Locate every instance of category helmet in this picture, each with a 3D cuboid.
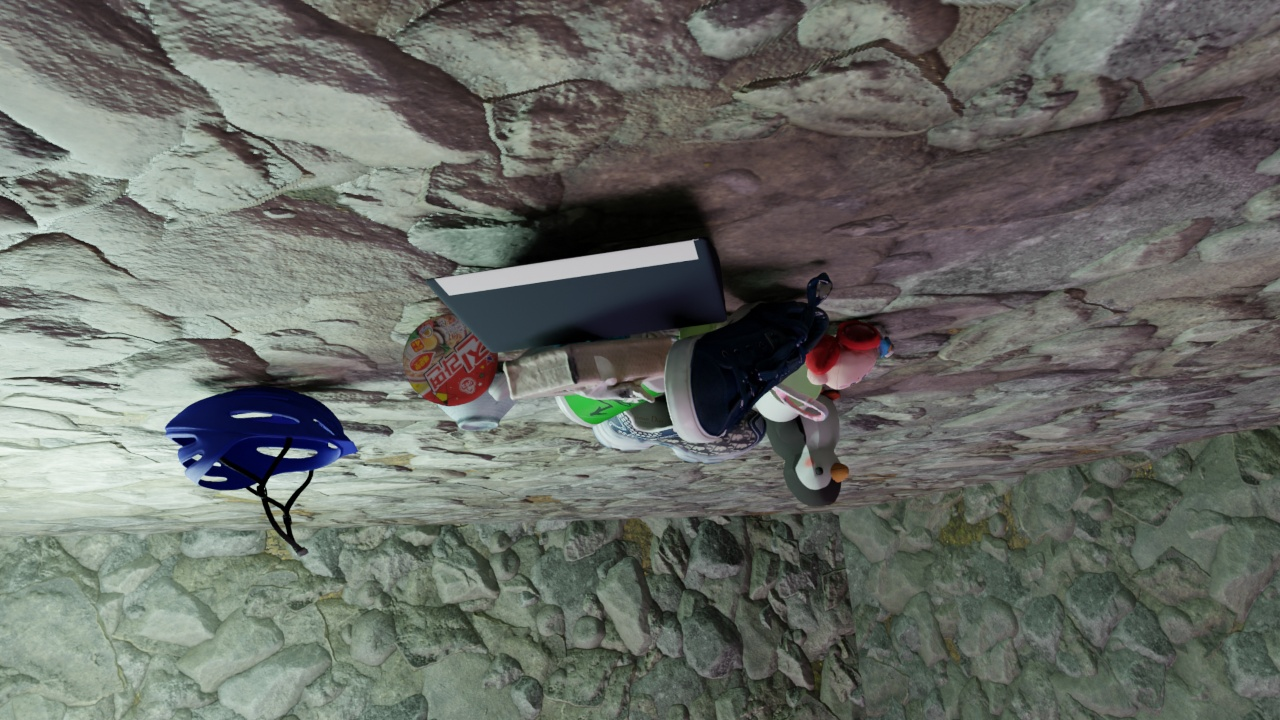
[{"bbox_3d":[-0.492,0.144,1.183,0.241,0.227,0.148,-4,155,-8],"label":"helmet"}]

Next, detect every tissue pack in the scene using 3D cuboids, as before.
[{"bbox_3d":[-0.041,0.015,0.936,0.104,0.071,0.181,-13,173,33],"label":"tissue pack"}]

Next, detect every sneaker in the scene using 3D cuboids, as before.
[{"bbox_3d":[0.123,-0.006,0.919,0.127,0.121,0.293,-8,-166,32],"label":"sneaker"},{"bbox_3d":[0.067,0.087,1.376,0.269,0.103,0.133,6,162,-9],"label":"sneaker"}]

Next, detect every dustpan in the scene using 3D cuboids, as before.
[{"bbox_3d":[-0.041,-0.070,0.875,0.236,0.080,0.273,-7,158,9],"label":"dustpan"}]

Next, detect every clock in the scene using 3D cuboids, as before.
[{"bbox_3d":[0.095,-0.023,1.111,0.120,0.042,0.094,-17,162,35],"label":"clock"}]

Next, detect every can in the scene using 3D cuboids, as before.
[{"bbox_3d":[-0.030,0.017,1.091,0.140,0.087,0.087,-28,155,30],"label":"can"}]

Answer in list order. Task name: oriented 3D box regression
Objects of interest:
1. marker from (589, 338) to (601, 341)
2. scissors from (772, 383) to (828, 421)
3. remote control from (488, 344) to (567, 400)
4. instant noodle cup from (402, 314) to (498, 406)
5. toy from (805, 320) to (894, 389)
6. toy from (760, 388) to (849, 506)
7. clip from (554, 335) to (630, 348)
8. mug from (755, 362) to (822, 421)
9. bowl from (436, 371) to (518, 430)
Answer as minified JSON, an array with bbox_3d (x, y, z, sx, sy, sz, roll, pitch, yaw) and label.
[{"bbox_3d":[0.006,-0.042,0.983,0.151,0.011,0.011,-18,174,-34],"label":"marker"},{"bbox_3d":[0.169,0.016,1.182,0.170,0.013,0.177,30,151,23],"label":"scissors"},{"bbox_3d":[-0.121,0.009,1.045,0.074,0.019,0.151,-44,176,15],"label":"remote control"},{"bbox_3d":[-0.221,0.007,1.038,0.100,0.100,0.113,0,173,-18],"label":"instant noodle cup"},{"bbox_3d":[0.264,-0.010,1.186,0.124,0.096,0.131,-35,150,0],"label":"toy"},{"bbox_3d":[0.269,0.153,1.517,0.140,0.184,0.159,-21,160,34],"label":"toy"},{"bbox_3d":[-0.068,-0.023,1.025,0.097,0.026,0.116,-9,-178,-9],"label":"clip"},{"bbox_3d":[0.221,0.030,1.303,0.111,0.078,0.097,-31,169,-11],"label":"mug"},{"bbox_3d":[-0.217,0.061,1.228,0.137,0.057,0.137,-5,163,-2],"label":"bowl"}]
